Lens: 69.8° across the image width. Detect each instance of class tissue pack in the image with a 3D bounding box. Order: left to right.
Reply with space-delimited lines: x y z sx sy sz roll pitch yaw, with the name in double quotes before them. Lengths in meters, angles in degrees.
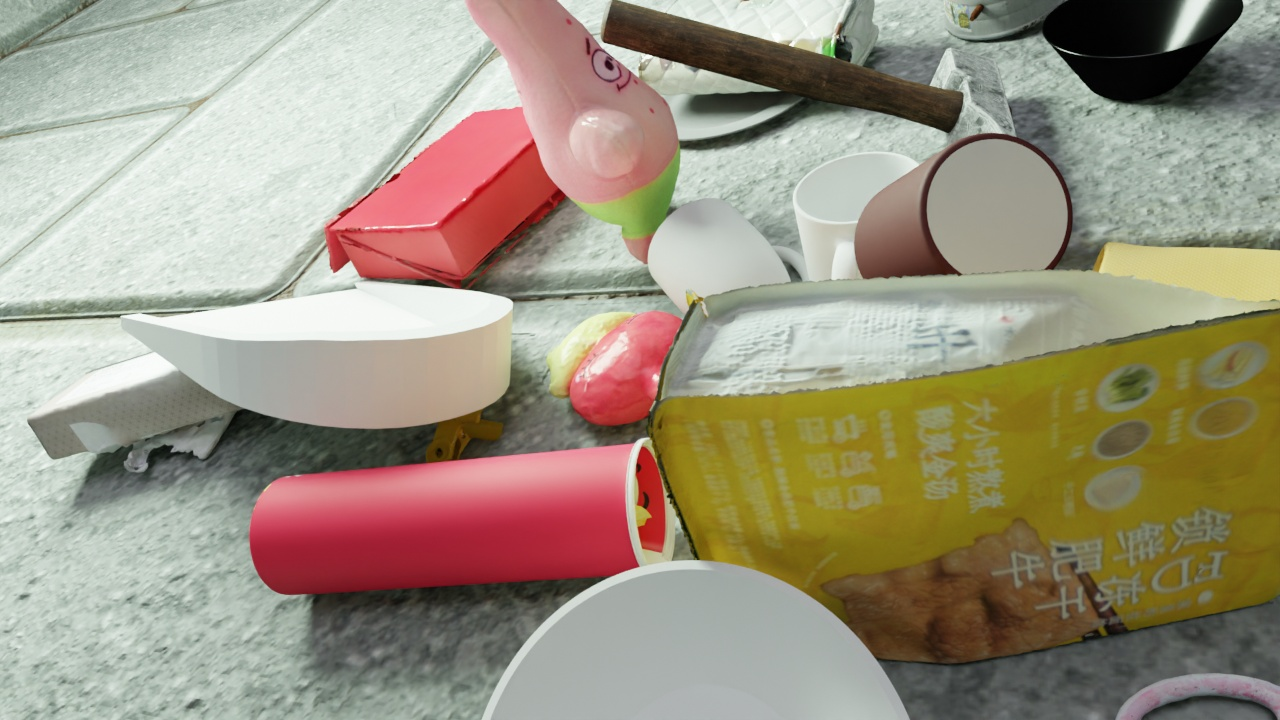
"tissue pack" -0.349 0.028 0.689 0.181 0.071 0.103 -13 23 5

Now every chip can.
"chip can" -0.097 0.086 0.491 0.221 0.069 0.069 -7 40 17

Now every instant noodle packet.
"instant noodle packet" 0.133 0.045 0.360 0.222 0.163 0.084 -4 40 20

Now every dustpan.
"dustpan" -0.200 -0.028 0.615 0.258 0.053 0.191 22 25 39

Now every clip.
"clip" -0.119 0.046 0.588 0.054 0.046 0.048 7 13 30

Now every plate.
"plate" 0.020 0.166 0.343 0.174 0.036 0.173 -9 62 18
"plate" 0.078 -0.247 0.849 0.178 0.012 0.178 -13 39 10

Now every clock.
"clock" 0.314 -0.335 0.810 0.104 0.056 0.147 -19 42 16

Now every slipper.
"slipper" 0.202 -0.006 0.396 0.264 0.078 0.099 -11 30 48

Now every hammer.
"hammer" 0.112 -0.181 0.632 0.300 0.037 0.217 14 44 -1

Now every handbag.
"handbag" 0.105 -0.290 0.816 0.195 0.072 0.138 6 47 31

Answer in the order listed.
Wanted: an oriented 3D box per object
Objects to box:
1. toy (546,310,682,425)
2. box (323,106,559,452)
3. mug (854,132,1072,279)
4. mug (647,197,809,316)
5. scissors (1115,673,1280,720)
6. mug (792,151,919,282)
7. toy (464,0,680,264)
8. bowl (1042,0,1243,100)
"toy" -0.003 0.003 0.565 0.135 0.045 0.091 17 54 45
"box" -0.175 -0.076 0.879 0.148 0.376 0.212 31 51 9
"mug" 0.147 -0.048 0.446 0.073 0.082 0.105 23 84 -5
"mug" 0.072 -0.052 0.590 0.107 0.071 0.089 -7 41 -28
"scissors" 0.252 0.136 0.319 0.176 0.013 0.170 -2 42 22
"mug" 0.129 -0.053 0.534 0.074 0.090 0.110 1 43 25
"toy" -0.038 -0.178 0.641 0.097 0.237 0.191 -31 36 12
"bowl" 0.357 -0.224 0.661 0.124 0.052 0.123 -13 39 10
